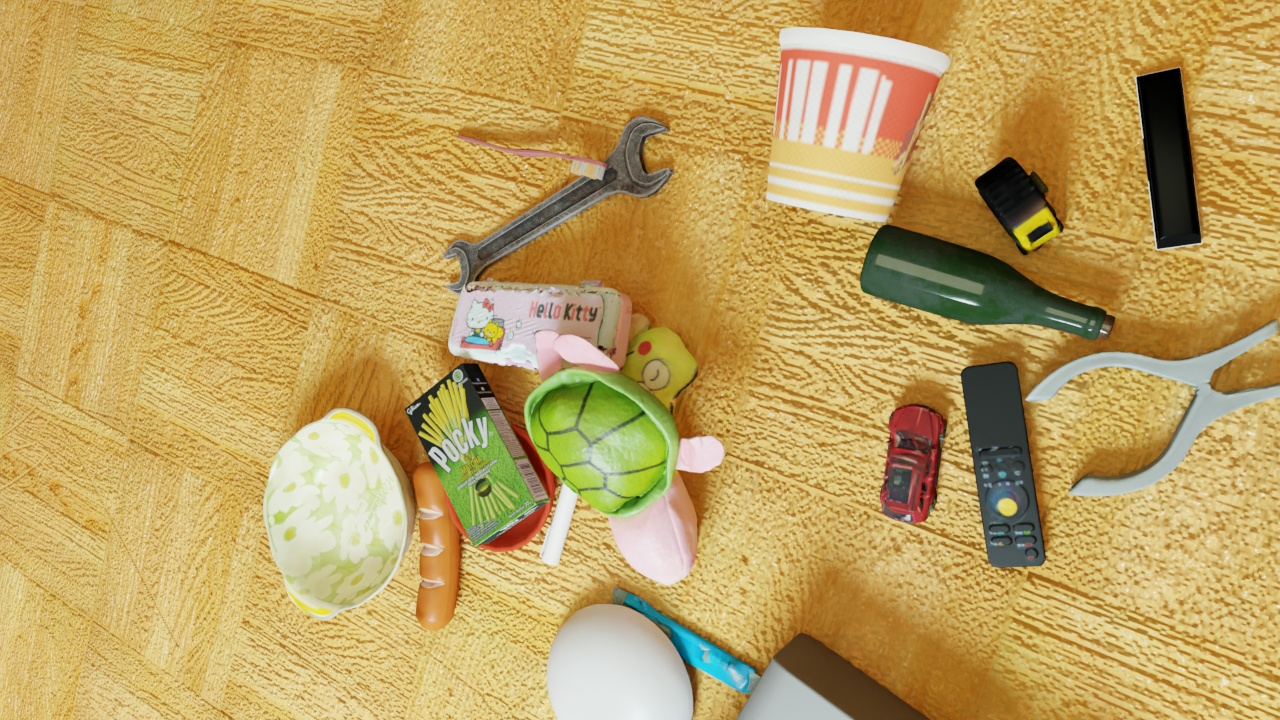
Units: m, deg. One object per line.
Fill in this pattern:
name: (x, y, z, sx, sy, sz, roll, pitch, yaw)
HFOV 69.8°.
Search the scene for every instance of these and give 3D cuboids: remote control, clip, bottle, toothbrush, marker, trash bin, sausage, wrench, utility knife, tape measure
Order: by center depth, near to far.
remote control: (0.366, -0.140, 0.635, 0.028, 0.011, 0.124, -7, 87, 26)
clip: (0.346, 0.004, 0.637, 0.172, 0.029, 0.143, -36, 76, 21)
tape measure: (0.270, -0.115, 0.655, 0.038, 0.062, 0.067, -35, 74, 22)
bottle: (0.252, -0.050, 0.670, 0.174, 0.055, 0.055, 21, 99, 24)
remote control: (0.269, 0.077, 0.681, 0.041, 0.020, 0.152, -8, 87, 26)
trash bin: (0.137, 0.361, 0.706, 0.192, 0.097, 0.220, 32, 103, 23)
utility knife: (0.038, 0.245, 0.800, 0.158, 0.015, 0.031, 23, 105, 23)
marker: (-0.068, 0.125, 0.849, 0.020, 0.017, 0.133, 20, 99, 26)
wrench: (-0.084, -0.138, 0.861, 0.274, 0.010, 0.070, -27, 79, 24)
toothbrush: (-0.108, -0.194, 0.863, 0.185, 0.015, 0.016, 19, 97, 31)
sausage: (-0.200, 0.181, 0.900, 0.039, 0.044, 0.164, -1, 89, 52)

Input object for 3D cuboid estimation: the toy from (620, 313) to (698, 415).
toy: (-0.005, 0.005, 0.803, 0.115, 0.046, 0.092, 40, 110, 29)

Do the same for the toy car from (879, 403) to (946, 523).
toy car: (0.207, 0.079, 0.704, 0.042, 0.036, 0.091, 9, 89, 27)

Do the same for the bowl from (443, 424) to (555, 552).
bowl: (-0.128, 0.118, 0.869, 0.122, 0.035, 0.122, 0, 90, 26)

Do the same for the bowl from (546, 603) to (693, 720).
bowl: (-0.029, 0.293, 0.807, 0.150, 0.043, 0.149, 4, 97, 31)

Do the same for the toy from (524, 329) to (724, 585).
toy: (-0.022, 0.078, 0.753, 0.191, 0.087, 0.238, -9, 116, 37)

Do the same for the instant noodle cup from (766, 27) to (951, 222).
instant noodle cup: (0.153, -0.173, 0.688, 0.123, 0.123, 0.121, 17, 105, 25)

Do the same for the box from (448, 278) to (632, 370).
box: (-0.095, -0.033, 0.823, 0.203, 0.044, 0.086, 7, 86, 39)

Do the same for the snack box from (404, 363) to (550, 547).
snack box: (-0.152, 0.086, 0.845, 0.080, 0.025, 0.147, -36, 75, 22)

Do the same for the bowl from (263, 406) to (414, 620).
bowl: (-0.297, 0.153, 0.941, 0.188, 0.060, 0.219, 20, 100, 24)
